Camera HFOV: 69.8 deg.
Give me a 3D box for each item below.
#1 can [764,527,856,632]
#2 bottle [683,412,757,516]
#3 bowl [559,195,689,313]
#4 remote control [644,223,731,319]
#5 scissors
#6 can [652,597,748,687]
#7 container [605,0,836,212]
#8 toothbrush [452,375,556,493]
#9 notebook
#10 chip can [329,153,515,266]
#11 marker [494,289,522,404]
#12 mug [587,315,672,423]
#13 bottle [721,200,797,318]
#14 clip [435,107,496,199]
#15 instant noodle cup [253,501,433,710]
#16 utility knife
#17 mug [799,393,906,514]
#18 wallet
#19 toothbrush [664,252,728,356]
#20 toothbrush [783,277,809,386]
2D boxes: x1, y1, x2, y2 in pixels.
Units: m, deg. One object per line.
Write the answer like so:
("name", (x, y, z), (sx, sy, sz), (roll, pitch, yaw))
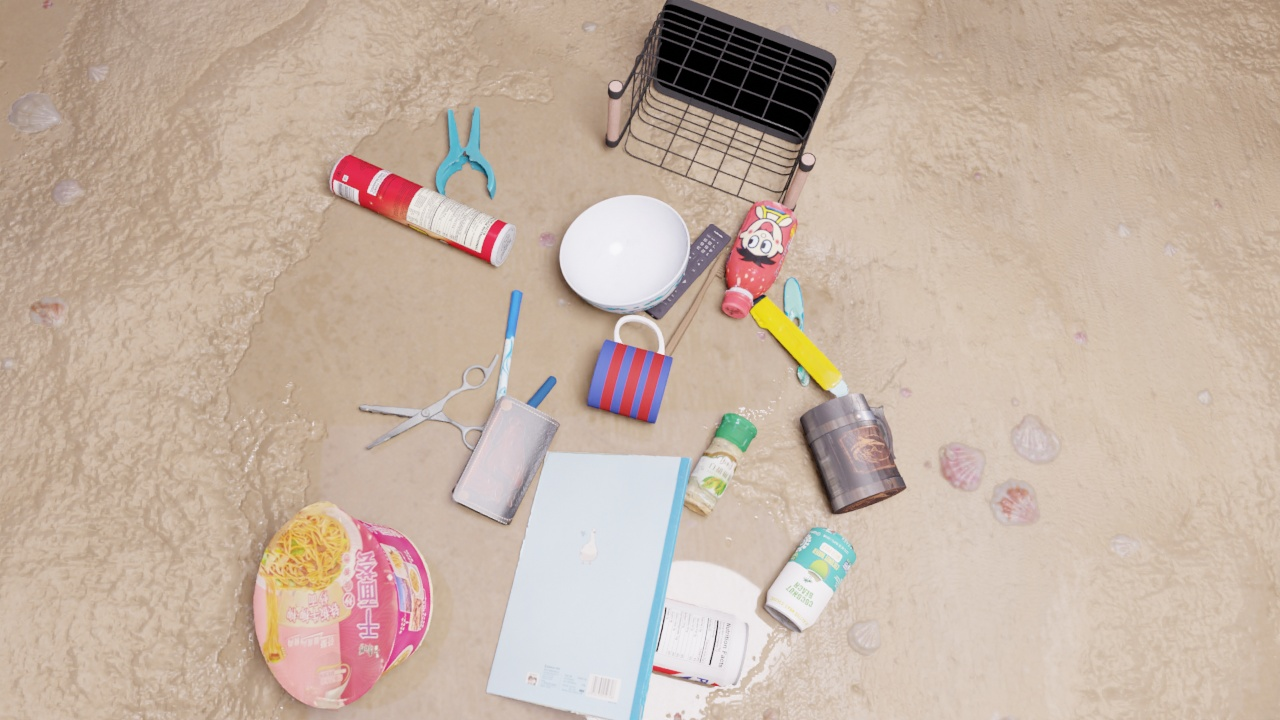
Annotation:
("can", (0.174, 0.223, 0.939), (0.055, 0.055, 0.101), (37, 72, 10))
("bottle", (0.083, 0.110, 0.981), (0.043, 0.043, 0.110), (30, 71, 7))
("bowl", (-0.012, -0.105, 1.030), (0.144, 0.074, 0.143), (-5, 62, 9))
("remote control", (0.053, -0.103, 1.072), (0.032, 0.015, 0.136), (38, 75, 10))
("scissors", (-0.222, 0.046, 1.002), (0.141, 0.014, 0.161), (25, 70, 2))
("can", (0.035, 0.273, 0.903), (0.132, 0.070, 0.070), (14, 69, 1))
("container", (0.094, -0.288, 1.064), (0.241, 0.163, 0.130), (22, 70, 4))
("toothbrush", (-0.145, 0.081, 0.993), (0.014, 0.014, 0.167), (40, 71, -1))
("notebook", (-0.050, 0.212, 0.902), (0.181, 0.009, 0.253), (-1, 66, 33))
("chip can", (-0.252, -0.174, 1.060), (0.215, 0.052, 0.051), (24, 70, 6))
("marker", (-0.148, -0.013, 1.028), (0.013, 0.013, 0.141), (6, 70, -1))
("mug", (-0.006, 0.006, 0.995), (0.076, 0.075, 0.111), (15, 73, 2))
("bottle", (0.132, -0.113, 1.056), (0.062, 0.062, 0.137), (22, 69, 5))
("clip", (-0.228, -0.239, 1.101), (0.121, 0.031, 0.130), (-26, 74, -8))
("instant noodle cup", (-0.272, 0.227, 0.866), (0.179, 0.077, 0.178), (-3, 84, 28))
("utility knife", (0.177, -0.015, 1.030), (0.030, 0.017, 0.164), (-44, 58, 9))
("mug", (0.238, 0.098, 0.985), (0.115, 0.080, 0.107), (-4, 66, -36))
("wallet", (-0.142, 0.105, 0.971), (0.072, 0.019, 0.123), (28, 73, -10))
("toothbrush", (0.063, -0.058, 1.056), (0.016, 0.016, 0.166), (29, 70, 7))
("toothbrush", (0.180, -0.036, 1.054), (0.022, 0.017, 0.135), (-12, 69, 21))
